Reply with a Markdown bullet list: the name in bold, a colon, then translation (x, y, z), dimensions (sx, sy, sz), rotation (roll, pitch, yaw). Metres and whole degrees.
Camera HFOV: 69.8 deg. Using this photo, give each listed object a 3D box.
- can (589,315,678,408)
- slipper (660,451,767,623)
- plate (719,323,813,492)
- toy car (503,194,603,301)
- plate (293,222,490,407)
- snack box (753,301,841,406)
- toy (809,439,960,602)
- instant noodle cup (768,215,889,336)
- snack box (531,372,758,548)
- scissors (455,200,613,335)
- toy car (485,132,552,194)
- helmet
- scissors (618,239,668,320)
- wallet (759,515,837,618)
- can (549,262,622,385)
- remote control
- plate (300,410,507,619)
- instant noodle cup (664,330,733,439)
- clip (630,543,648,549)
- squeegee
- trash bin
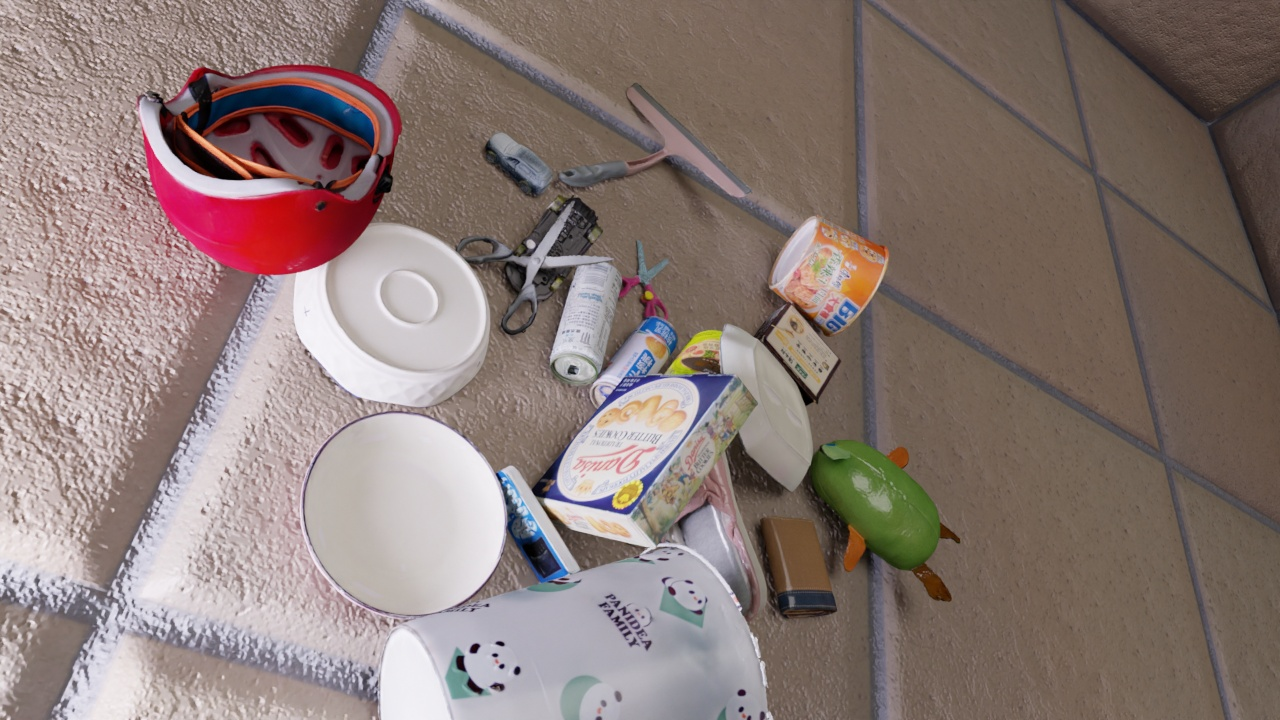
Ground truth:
- **can**: translation (-0.006, 0.006, 1.063), dimensions (0.053, 0.053, 0.134), rotation (44, 46, -8)
- **slipper**: translation (0.057, 0.154, 0.987), dimensions (0.054, 0.114, 0.274), rotation (-10, 77, -45)
- **plate**: translation (0.156, 0.056, 1.082), dimensions (0.265, 0.034, 0.161), rotation (42, 39, -55)
- **toy car**: translation (-0.104, -0.132, 1.078), dimensions (0.070, 0.042, 0.157), rotation (40, 59, -9)
- **plate**: translation (-0.240, -0.054, 0.925), dimensions (0.204, 0.046, 0.204), rotation (19, 53, -28)
- **snack box**: translation (0.204, -0.003, 1.229), dimensions (0.113, 0.053, 0.125), rotation (48, 43, -4)
- **toy**: translation (0.311, 0.190, 1.175), dimensions (0.246, 0.090, 0.226), rotation (44, 45, -3)
- **instant noodle cup**: translation (0.258, -0.125, 1.291), dimensions (0.111, 0.152, 0.151), rotation (31, 49, -10)
- **snack box**: translation (-0.001, 0.090, 0.898), dimensions (0.182, 0.178, 0.046), rotation (-51, 117, -27)
- **scissors**: translation (-0.117, -0.106, 1.028), dimensions (0.178, 0.014, 0.159), rotation (-1, 78, -10)
- **toy car**: translation (-0.147, -0.242, 1.119), dimensions (0.090, 0.034, 0.042), rotation (40, 50, -10)
- **helmet**: translation (-0.334, -0.170, 0.852), dimensions (0.207, 0.144, 0.239), rotation (26, 38, 5)
- **scissors**: translation (-0.003, -0.103, 1.161), dimensions (0.118, 0.017, 0.133), rotation (11, 54, -28)
- **wallet**: translation (0.185, 0.244, 1.085), dimensions (0.090, 0.033, 0.115), rotation (10, 57, -36)
- **can**: translation (-0.061, -0.045, 1.048), dimensions (0.058, 0.058, 0.146), rotation (29, 50, -21)
- **remote control**: translation (-0.106, 0.162, 0.895), dimensions (0.024, 0.049, 0.125), rotation (-27, 83, -47)
- **plate**: translation (-0.214, 0.141, 0.831), dimensions (0.192, 0.039, 0.192), rotation (19, 54, -28)
- **instant noodle cup**: translation (0.076, 0.027, 1.085), dimensions (0.111, 0.112, 0.123), rotation (41, 38, -10)
- **clip**: translation (-0.019, 0.160, 0.976), dimensions (0.100, 0.035, 0.070), rotation (42, 47, -3)
- **squeegee**: translation (-0.019, -0.264, 1.229), dimensions (0.248, 0.040, 0.247), rotation (-26, 66, -38)
- **trash bin**: translation (-0.064, 0.282, 0.748), dimensions (0.251, 0.230, 0.229), rotation (-3, 66, -32)
